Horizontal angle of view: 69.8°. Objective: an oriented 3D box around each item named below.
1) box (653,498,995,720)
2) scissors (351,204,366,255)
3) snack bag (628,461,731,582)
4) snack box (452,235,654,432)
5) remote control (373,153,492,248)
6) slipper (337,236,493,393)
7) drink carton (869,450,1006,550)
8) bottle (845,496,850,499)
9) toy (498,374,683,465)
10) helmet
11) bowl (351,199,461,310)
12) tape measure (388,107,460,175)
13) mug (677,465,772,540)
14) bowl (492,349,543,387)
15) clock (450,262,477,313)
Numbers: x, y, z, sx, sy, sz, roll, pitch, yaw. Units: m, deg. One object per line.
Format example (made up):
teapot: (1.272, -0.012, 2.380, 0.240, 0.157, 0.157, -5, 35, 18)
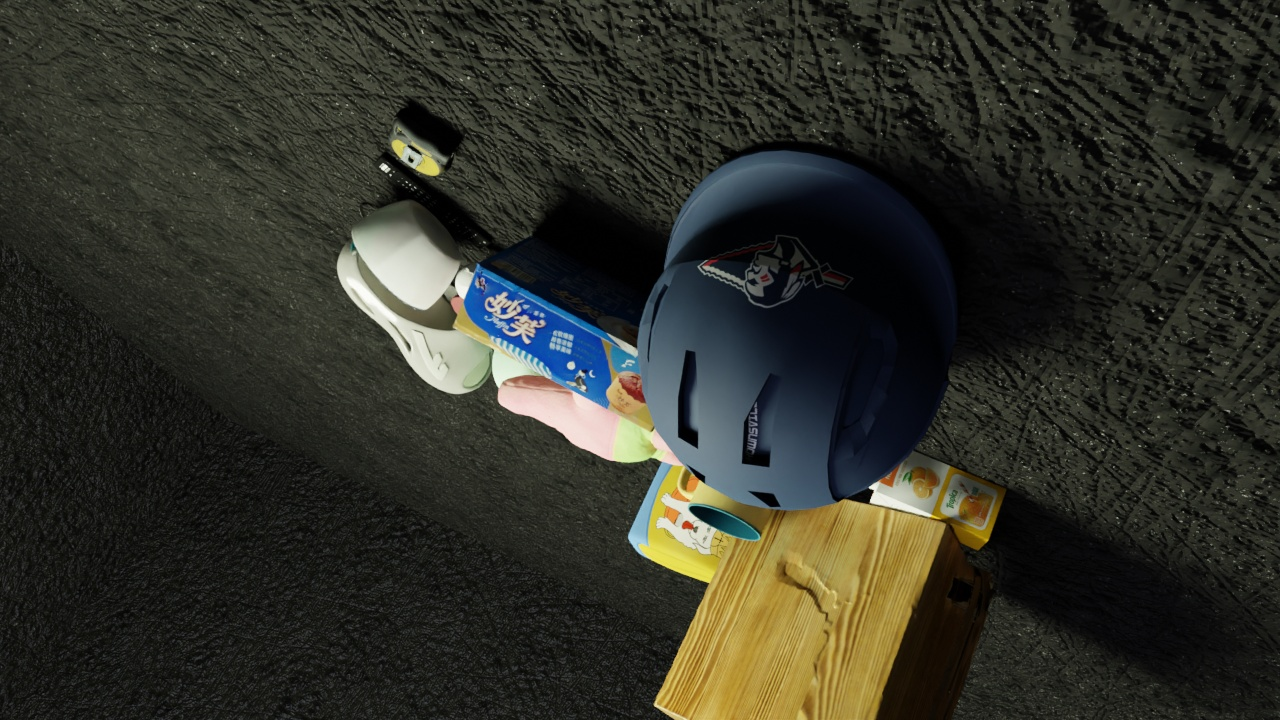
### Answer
box: (0.251, 0.345, 1.001, 0.284, 0.278, 0.323, 8, 149, 41)
scissors: (-0.294, -0.126, 1.014, 0.154, 0.019, 0.124, 54, -171, 17)
snack bag: (0.110, 0.210, 1.190, 0.205, 0.158, 0.102, 18, 158, 22)
snack box: (-0.050, -0.032, 0.864, 0.203, 0.069, 0.154, 28, -160, 2)
remote control: (-0.216, -0.165, 0.960, 0.140, 0.009, 0.030, 39, 156, -23)
slipper: (-0.257, -0.057, 1.142, 0.081, 0.112, 0.266, -4, 137, 36)
drink carton: (0.298, 0.137, 0.935, 0.122, 0.058, 0.040, 23, 158, 15)
bottle: (0.178, 0.144, 1.082, 0.174, 0.055, 0.055, 36, 158, -30)
toy: (-0.052, 0.060, 1.060, 0.237, 0.096, 0.192, 16, 160, 10)
helmet: (0.106, -0.018, 0.673, 0.232, 0.222, 0.273, 17, 118, 25)
bowl: (-0.241, -0.118, 0.971, 0.116, 0.066, 0.116, 51, -170, -13)
tape measure: (-0.200, -0.196, 0.839, 0.061, 0.034, 0.061, 33, 160, -9)
mug: (0.096, 0.124, 0.985, 0.114, 0.107, 0.083, 9, 155, 38)
bowl: (-0.128, 0.027, 1.167, 0.151, 0.077, 0.151, 24, 166, 6)
clock: (-0.159, -0.062, 1.018, 0.096, 0.048, 0.138, 32, 159, 2)
